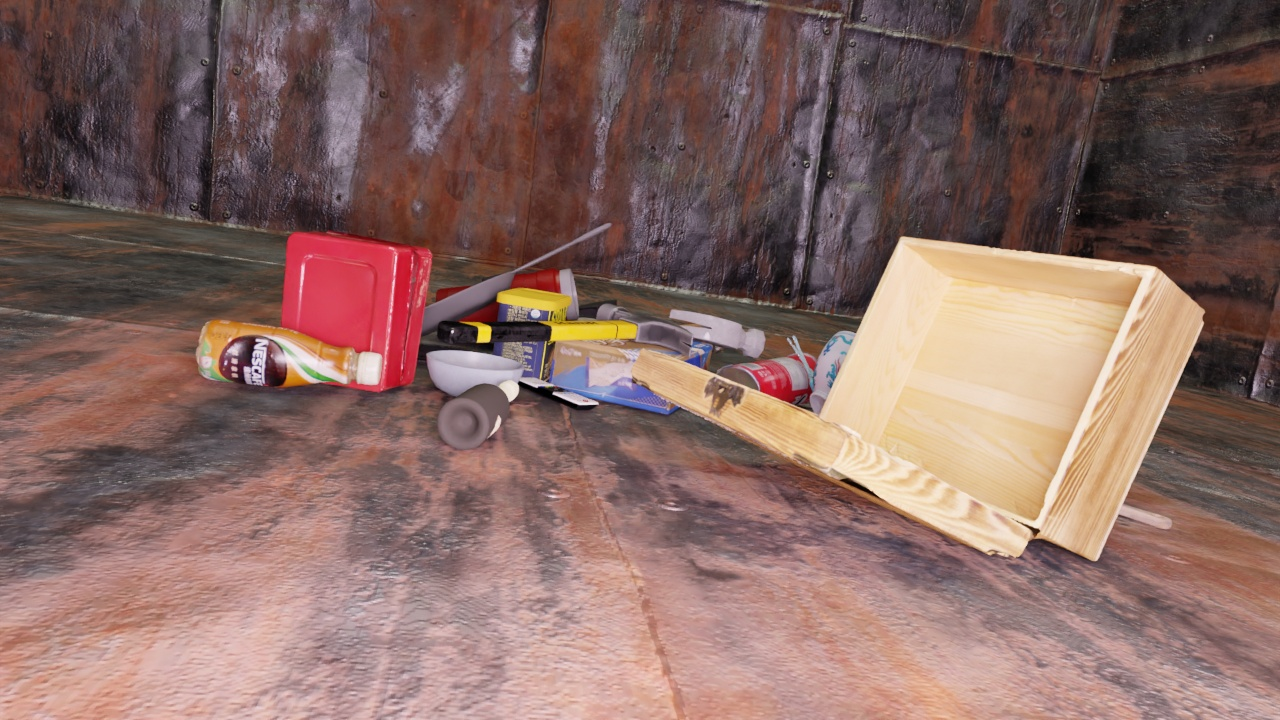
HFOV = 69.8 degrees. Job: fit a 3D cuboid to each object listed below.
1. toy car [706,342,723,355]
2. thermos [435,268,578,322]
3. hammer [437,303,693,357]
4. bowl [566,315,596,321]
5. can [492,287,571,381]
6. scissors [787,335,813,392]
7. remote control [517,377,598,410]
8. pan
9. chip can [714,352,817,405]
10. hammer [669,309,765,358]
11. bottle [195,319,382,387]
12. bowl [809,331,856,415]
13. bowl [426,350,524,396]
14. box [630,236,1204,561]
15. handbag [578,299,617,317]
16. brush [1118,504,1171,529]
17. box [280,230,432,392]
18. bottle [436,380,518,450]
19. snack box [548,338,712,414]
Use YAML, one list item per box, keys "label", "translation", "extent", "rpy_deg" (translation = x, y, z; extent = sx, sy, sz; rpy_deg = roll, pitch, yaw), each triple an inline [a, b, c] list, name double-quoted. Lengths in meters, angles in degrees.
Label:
- label: "toy car"
  translation: [0.082, -0.010, 1.454]
  extent: [0.113, 0.040, 0.048]
  rpy_deg: [-10, 10, 15]
- label: "thermos"
  translation: [-0.196, -0.092, 1.367]
  extent: [0.198, 0.084, 0.107]
  rpy_deg: [-9, 43, 1]
- label: "hammer"
  translation: [-0.084, -0.032, 1.033]
  extent: [0.323, 0.034, 0.170]
  rpy_deg: [-3, 16, -45]
- label: "bowl"
  translation: [-0.079, -0.035, 1.408]
  extent: [0.115, 0.059, 0.115]
  rpy_deg: [9, 8, -1]
- label: "can"
  translation: [-0.140, -0.033, 1.168]
  extent: [0.075, 0.104, 0.135]
  rpy_deg: [10, 8, 4]
- label: "scissors"
  translation: [0.220, 0.029, 1.183]
  extent: [0.142, 0.015, 0.094]
  rpy_deg: [51, 31, -1]
- label: "remote control"
  translation: [-0.098, 0.038, 1.055]
  extent: [0.028, 0.012, 0.124]
  rpy_deg: [1, 11, -42]
- label: "pan"
  translation: [-0.193, -0.092, 1.206]
  extent: [0.355, 0.024, 0.216]
  rpy_deg: [-26, 4, 5]
- label: "chip can"
  translation: [0.166, 0.032, 1.177]
  extent: [0.073, 0.073, 0.232]
  rpy_deg: [14, 10, 28]
- label: "hammer"
  translation: [0.040, -0.042, 1.379]
  extent: [0.131, 0.039, 0.329]
  rpy_deg: [16, -6, -29]
- label: "bottle"
  translation: [-0.340, -0.001, 0.898]
  extent: [0.167, 0.059, 0.059]
  rpy_deg: [8, 9, -11]
- label: "bowl"
  translation: [0.251, 0.045, 1.093]
  extent: [0.074, 0.144, 0.144]
  rpy_deg: [-35, 23, -13]
- label: "bowl"
  translation: [-0.182, 0.018, 1.003]
  extent: [0.106, 0.039, 0.106]
  rpy_deg: [9, 8, -1]
- label: "box"
  translation: [0.217, 0.006, 0.778]
  extent: [0.336, 0.286, 0.279]
  rpy_deg: [23, -1, -34]
- label: "handbag"
  translation: [-0.151, -0.061, 1.567]
  extent: [0.196, 0.072, 0.175]
  rpy_deg: [-1, 7, 9]
- label: "brush"
  translation: [0.464, 0.144, 0.945]
  extent: [0.151, 0.012, 0.038]
  rpy_deg: [18, 12, 41]
- label: "box"
  translation: [-0.302, -0.054, 0.966]
  extent: [0.130, 0.157, 0.097]
  rpy_deg: [9, 5, 12]
- label: "bottle"
  translation: [-0.143, 0.042, 0.864]
  extent: [0.045, 0.045, 0.184]
  rpy_deg: [10, 8, 3]
- label: "snack box"
  translation: [-0.007, 0.007, 1.167]
  extent: [0.155, 0.069, 0.202]
  rpy_deg: [10, 8, 15]
